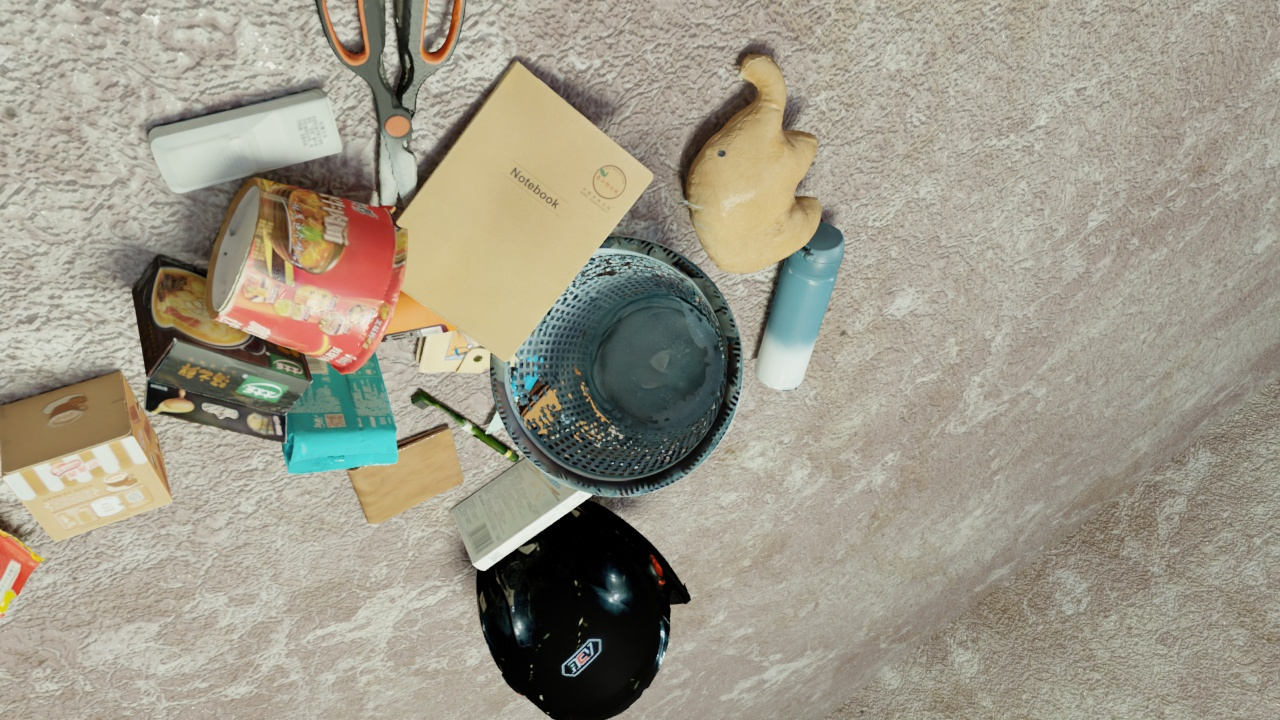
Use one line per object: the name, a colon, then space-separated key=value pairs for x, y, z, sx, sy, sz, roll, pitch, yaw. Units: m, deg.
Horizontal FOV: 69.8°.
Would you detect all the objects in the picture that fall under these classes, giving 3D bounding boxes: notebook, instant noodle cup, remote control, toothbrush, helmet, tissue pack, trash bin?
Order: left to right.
remote control: x=-0.281 y=-0.156 z=0.659 sx=0.124 sy=0.024 sz=0.049 roll=-21 pitch=142 yaw=-18
instant noodle cup: x=-0.256 y=-0.067 z=0.694 sx=0.108 sy=0.137 sz=0.138 roll=17 pitch=120 yaw=-37
tissue pack: x=-0.267 y=0.040 z=0.796 sx=0.093 sy=0.133 sz=0.050 roll=-1 pitch=136 yaw=-32
toothbrush: x=-0.187 y=0.076 z=0.996 sx=0.017 sy=0.012 sz=0.186 roll=-33 pitch=144 yaw=9
notebook: x=-0.108 y=-0.118 z=0.763 sx=0.148 sy=0.008 sz=0.208 roll=36 pitch=100 yaw=-20
helmet: x=-0.082 y=0.295 z=1.111 sx=0.233 sy=0.274 sz=0.230 roll=-41 pitch=117 yaw=2
trash bin: x=-0.005 y=0.005 z=0.882 sx=0.227 sy=0.226 sz=0.195 roll=-41 pitch=172 yaw=9

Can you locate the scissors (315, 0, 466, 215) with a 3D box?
scissors: x=-0.198 y=-0.194 z=0.688 sx=0.161 sy=0.021 sz=0.235 roll=13 pitch=128 yaw=-36

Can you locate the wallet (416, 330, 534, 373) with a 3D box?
wallet: x=-0.160 y=-0.023 z=0.899 sx=0.115 sy=0.024 sz=0.087 roll=-5 pitch=130 yaw=-34

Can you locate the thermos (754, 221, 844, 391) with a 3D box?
thermos: x=0.187 y=-0.061 z=1.079 sx=0.070 sy=0.070 sz=0.221 roll=-15 pitch=139 yaw=-23

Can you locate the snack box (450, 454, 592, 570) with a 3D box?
snack box: x=-0.140 y=0.166 z=1.069 sx=0.157 sy=0.084 sz=0.027 roll=-35 pitch=142 yaw=1

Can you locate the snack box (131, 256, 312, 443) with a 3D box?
snack box: x=-0.322 y=-0.008 z=0.707 sx=0.053 sy=0.125 sz=0.113 roll=-47 pitch=141 yaw=17

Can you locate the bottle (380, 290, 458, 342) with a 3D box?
bottle: x=-0.215 y=-0.045 z=0.804 sx=0.149 sy=0.066 sz=0.067 roll=-17 pitch=140 yaw=-11

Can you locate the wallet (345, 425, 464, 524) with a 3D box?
wallet: x=-0.253 y=0.124 z=0.996 sx=0.115 sy=0.020 sz=0.101 roll=-22 pitch=141 yaw=-20

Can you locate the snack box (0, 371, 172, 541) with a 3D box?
snack box: x=-0.450 y=0.078 z=0.748 sx=0.092 sy=0.077 sz=0.095 roll=-19 pitch=141 yaw=-19

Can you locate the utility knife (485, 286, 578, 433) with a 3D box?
utility knife: x=-0.115 y=0.004 z=0.963 sx=0.034 sy=0.018 sz=0.204 roll=6 pitch=126 yaw=-43

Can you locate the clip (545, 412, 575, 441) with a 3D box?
clip: x=-0.089 y=0.082 z=1.023 sx=0.024 sy=0.026 sz=0.056 roll=5 pitch=124 yaw=-41

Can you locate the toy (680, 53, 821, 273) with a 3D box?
toy: x=0.106 y=-0.177 z=0.885 sx=0.143 sy=0.082 sz=0.226 roll=-31 pitch=140 yaw=-11

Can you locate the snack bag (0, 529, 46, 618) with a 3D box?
snack bag: x=-0.598 y=0.144 z=0.730 sx=0.128 sy=0.073 sz=0.208 roll=-34 pitch=138 yaw=-7

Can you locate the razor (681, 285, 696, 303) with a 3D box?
razor: x=0.033 y=-0.035 z=1.022 sx=0.043 sy=0.028 sz=0.133 roll=20 pitch=126 yaw=-12

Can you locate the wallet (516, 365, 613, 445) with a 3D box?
wallet: x=-0.071 y=0.052 z=1.041 sx=0.108 sy=0.031 sz=0.131 roll=-44 pitch=143 yaw=16
